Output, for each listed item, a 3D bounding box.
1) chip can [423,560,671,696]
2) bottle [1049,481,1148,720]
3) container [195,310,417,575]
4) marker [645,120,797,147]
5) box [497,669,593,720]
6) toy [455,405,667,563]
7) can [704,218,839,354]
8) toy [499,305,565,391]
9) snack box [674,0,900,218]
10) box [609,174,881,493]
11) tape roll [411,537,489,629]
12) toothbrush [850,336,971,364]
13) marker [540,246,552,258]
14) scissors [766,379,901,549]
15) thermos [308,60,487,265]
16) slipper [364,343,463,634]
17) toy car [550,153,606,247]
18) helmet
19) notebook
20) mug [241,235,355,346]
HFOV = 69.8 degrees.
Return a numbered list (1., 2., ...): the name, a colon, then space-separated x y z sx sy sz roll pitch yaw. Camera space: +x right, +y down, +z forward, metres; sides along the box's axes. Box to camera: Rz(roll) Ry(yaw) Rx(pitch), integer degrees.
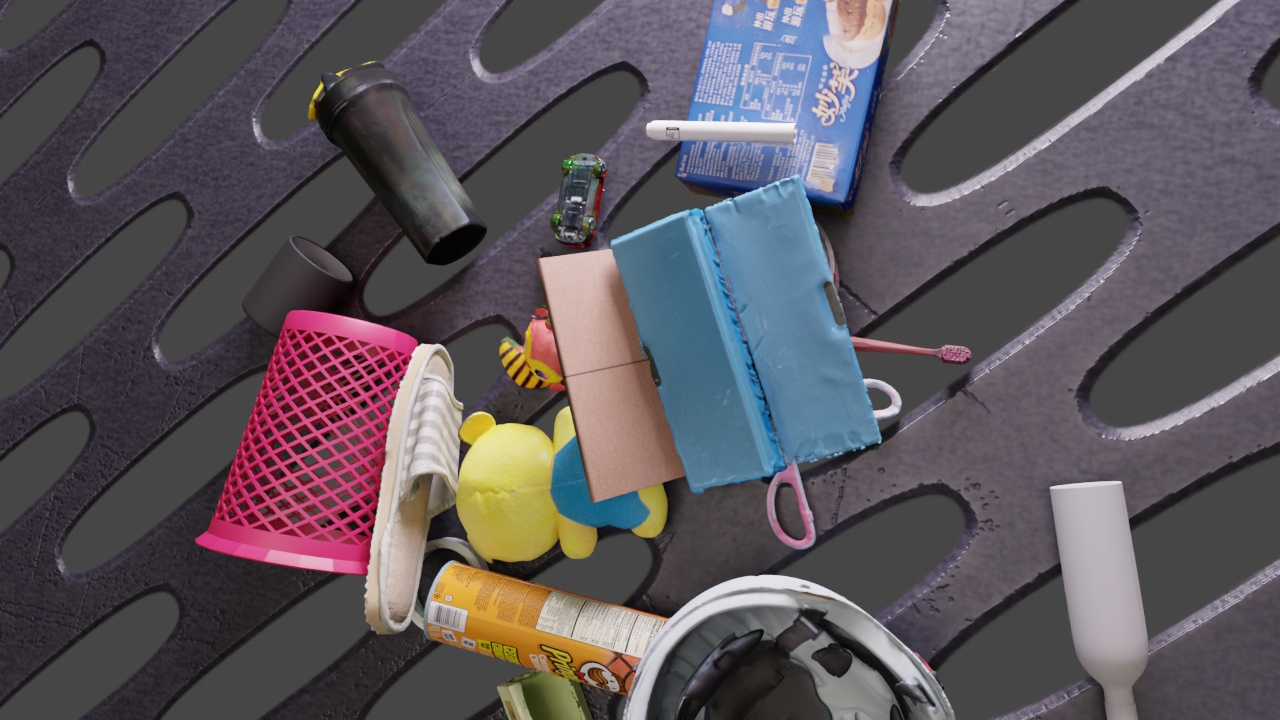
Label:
1. chip can: -0.082 0.244 0.832 0.215 0.075 0.075 11 89 13
2. bottle: 0.360 0.194 0.711 0.052 0.052 0.195 -8 83 18
3. container: -0.302 0.077 0.886 0.183 0.183 0.225 7 80 19
4. marker: 0.068 -0.194 0.786 0.134 0.017 0.020 7 125 20
5. box: -0.073 0.377 0.843 0.078 0.090 0.188 -32 78 34
6. toy: -0.081 0.111 0.850 0.214 0.084 0.149 -11 78 16
7. can: 0.108 -0.073 0.811 0.130 0.044 0.129 -4 76 17
8. toy: -0.092 -0.005 0.873 0.104 0.046 0.084 -20 107 47
9. snack box: 0.131 -0.242 0.813 0.155 0.069 0.202 13 91 20
10. box: 0.081 -0.017 0.757 0.177 0.047 0.231 -19 90 27
11. tape roll: -0.194 0.224 0.911 0.094 0.018 0.093 -2 85 17
12. toothbrush: 0.190 -0.014 0.803 0.190 0.016 0.016 7 89 19
13. marker: -0.067 -0.048 0.890 0.019 0.019 0.145 -29 77 14
14. scissors: 0.148 0.076 0.806 0.173 0.013 0.170 -14 83 12
15. thermos: -0.244 -0.201 0.925 0.098 0.098 0.221 -37 80 12
16. slipper: -0.205 0.117 0.857 0.054 0.114 0.272 5 71 5
17. toy car: -0.057 -0.155 0.886 0.042 0.036 0.091 7 89 19
18. helmet: 0.118 0.296 0.726 0.264 0.163 0.236 44 91 6
19. notebook: -0.005 0.005 0.805 0.008 0.141 0.209 -15 87 59
20. mug: -0.365 -0.081 0.969 0.088 0.078 0.113 -51 46 8
